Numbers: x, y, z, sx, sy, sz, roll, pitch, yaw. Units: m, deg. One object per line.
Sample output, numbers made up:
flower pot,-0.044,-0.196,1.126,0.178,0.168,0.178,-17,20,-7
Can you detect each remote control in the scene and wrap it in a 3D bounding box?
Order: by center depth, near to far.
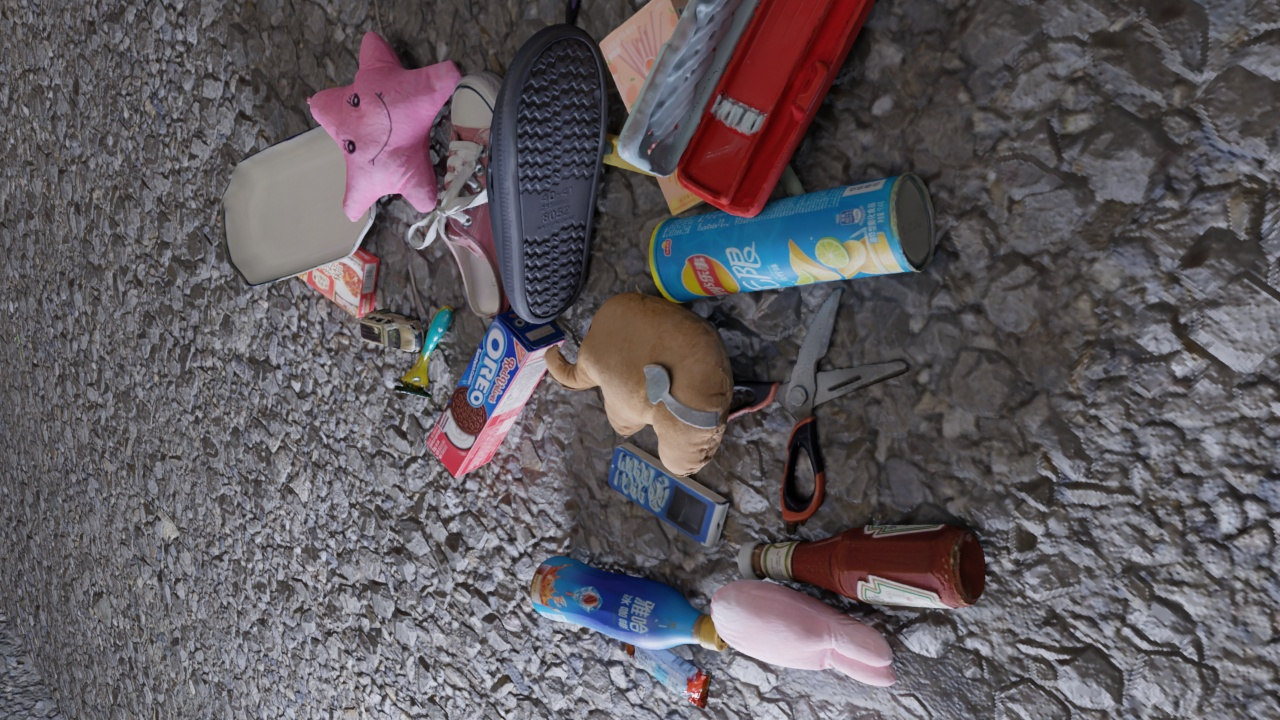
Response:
remote control,0.025,0.122,0.856,0.125,0.024,0.049,29,119,31

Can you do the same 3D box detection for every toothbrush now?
toothbrush,0.078,-0.203,0.724,0.189,0.020,0.029,59,168,7
toothbrush,-0.057,-0.326,0.801,0.017,0.014,0.189,39,125,39

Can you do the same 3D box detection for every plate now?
plate,-0.399,-0.178,1.078,0.266,0.034,0.162,-11,84,31

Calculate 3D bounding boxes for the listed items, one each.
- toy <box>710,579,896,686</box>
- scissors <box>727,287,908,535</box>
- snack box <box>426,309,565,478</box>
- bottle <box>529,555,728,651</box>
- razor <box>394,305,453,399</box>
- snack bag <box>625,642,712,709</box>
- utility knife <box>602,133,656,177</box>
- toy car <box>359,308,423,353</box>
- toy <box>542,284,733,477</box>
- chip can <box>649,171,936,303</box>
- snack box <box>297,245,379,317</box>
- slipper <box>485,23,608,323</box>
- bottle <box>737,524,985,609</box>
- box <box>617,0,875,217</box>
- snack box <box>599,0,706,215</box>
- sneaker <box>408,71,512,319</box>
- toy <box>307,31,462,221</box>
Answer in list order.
toy,0.133,0.227,0.762,0.160,0.054,0.121,12,148,25
scissors,0.120,0.039,0.762,0.189,0.015,0.225,20,114,34
snack box,-0.152,0.033,0.952,0.057,0.058,0.208,47,127,15
bottle,-0.011,0.240,0.892,0.219,0.065,0.065,3,105,38
razor,-0.235,-0.012,1.024,0.133,0.043,0.028,-60,24,31
snack bag,0.025,0.301,0.906,0.105,0.026,0.045,26,127,32
utility knife,-0.021,-0.188,0.814,0.179,0.019,0.031,21,121,28
toy car,-0.284,-0.032,1.055,0.090,0.035,0.042,12,112,33
toy,-0.005,0.005,0.809,0.226,0.082,0.143,28,110,47
chip can,0.109,-0.089,0.697,0.211,0.071,0.071,-4,100,39
snack box,-0.375,-0.118,1.109,0.153,0.025,0.075,32,120,28
slipper,-0.098,-0.161,0.809,0.083,0.110,0.269,32,132,34
bottle,0.167,0.162,0.732,0.207,0.059,0.060,-10,96,44
box,0.076,-0.209,0.636,0.095,0.100,0.201,34,104,29
snack box,0.031,-0.204,0.735,0.085,0.026,0.157,-21,92,46
sneaker,-0.159,-0.152,0.884,0.118,0.087,0.241,12,111,36
toy,-0.275,-0.236,0.953,0.179,0.074,0.195,21,106,18
